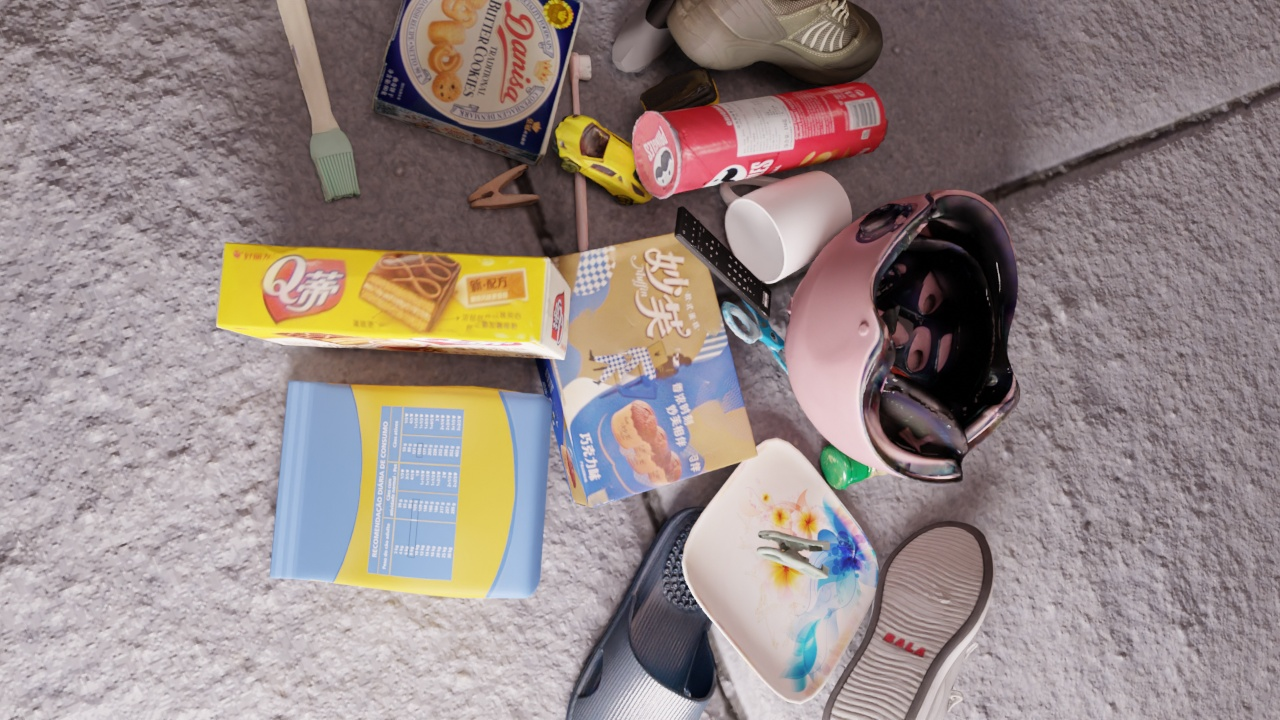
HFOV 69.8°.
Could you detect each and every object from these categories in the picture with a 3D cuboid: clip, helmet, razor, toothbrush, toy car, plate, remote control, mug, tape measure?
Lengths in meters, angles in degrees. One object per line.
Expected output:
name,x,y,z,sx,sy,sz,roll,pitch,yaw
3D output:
clip,0.131,0.171,0.786,0.078,0.023,0.049,10,68,-34
helmet,0.225,-0.026,0.803,0.230,0.153,0.255,42,68,-32
razor,0.031,-0.321,0.827,0.057,0.060,0.156,40,95,1
toothbrush,-0.051,-0.182,0.808,0.018,0.016,0.181,0,85,-23
toy car,-0.029,-0.174,0.795,0.106,0.030,0.049,25,72,-30
plate,0.124,0.180,0.804,0.187,0.016,0.186,51,53,-10
clip,-0.114,-0.138,0.781,0.060,0.024,0.039,-34,93,-7
remote control,0.073,-0.081,0.781,0.140,0.009,0.030,36,51,-41
mug,0.126,-0.135,0.834,0.087,0.081,0.114,-29,63,-24
tape measure,0.036,-0.232,0.813,0.066,0.064,0.037,-23,84,15

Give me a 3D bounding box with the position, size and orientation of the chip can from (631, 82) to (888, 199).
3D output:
chip can,0.110,-0.200,0.813,0.232,0.073,0.073,-17,91,-27

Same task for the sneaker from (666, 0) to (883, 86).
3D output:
sneaker,0.146,-0.324,0.792,0.237,0.143,0.101,-9,65,-37

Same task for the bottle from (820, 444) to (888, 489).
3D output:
bottle,0.225,0.088,0.859,0.111,0.043,0.043,-12,89,-19

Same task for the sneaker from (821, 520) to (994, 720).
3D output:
sneaker,0.255,0.269,0.833,0.262,0.097,0.129,-54,139,-28

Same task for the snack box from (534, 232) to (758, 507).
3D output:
snack box,-0.005,0.005,0.778,0.154,0.069,0.202,-14,90,-19

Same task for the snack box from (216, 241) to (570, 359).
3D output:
snack box,-0.173,-0.042,0.671,0.230,0.110,0.061,3,84,4

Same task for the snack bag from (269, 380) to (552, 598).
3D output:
snack bag,-0.177,0.097,0.710,0.205,0.102,0.159,3,84,-1

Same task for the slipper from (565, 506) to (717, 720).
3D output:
slipper,0.018,0.246,0.760,0.101,0.083,0.263,26,78,-12

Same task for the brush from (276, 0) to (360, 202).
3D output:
brush,-0.269,-0.236,0.746,0.033,0.012,0.217,-15,88,-17

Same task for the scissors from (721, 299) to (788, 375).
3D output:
scissors,0.115,-0.031,0.835,0.140,0.013,0.114,34,36,-34

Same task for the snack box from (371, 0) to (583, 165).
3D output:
snack box,-0.135,-0.256,0.773,0.145,0.043,0.144,16,82,-15
